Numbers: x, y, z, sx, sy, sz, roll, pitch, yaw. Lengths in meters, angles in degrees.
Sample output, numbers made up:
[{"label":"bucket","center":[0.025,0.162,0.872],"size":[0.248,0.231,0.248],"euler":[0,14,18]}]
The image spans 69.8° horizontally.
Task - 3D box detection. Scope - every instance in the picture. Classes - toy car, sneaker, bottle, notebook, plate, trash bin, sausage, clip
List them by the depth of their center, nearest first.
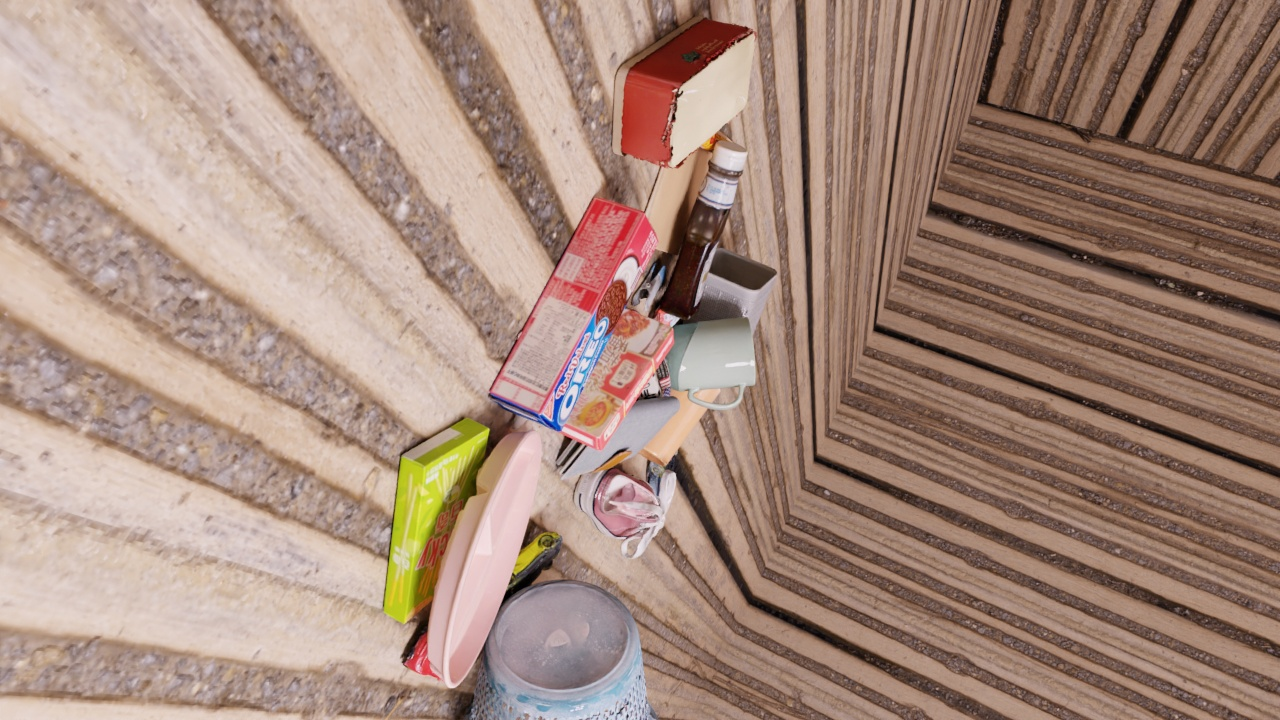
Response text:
[{"label":"plate","center":[-0.136,0.168,0.806],"size":[0.229,0.028,0.229],"euler":[18,87,-86]},{"label":"toy car","center":[-0.187,0.275,0.864],"size":[0.049,0.031,0.106],"euler":[-60,162,-18]},{"label":"trash bin","center":[-0.080,0.340,0.934],"size":[0.225,0.227,0.195],"euler":[-45,147,-48]},{"label":"toy car","center":[-0.123,0.214,0.953],"size":[0.105,0.032,0.048],"euler":[-38,153,-36]},{"label":"sausage","center":[0.074,-0.235,0.980],"size":[0.165,0.021,0.021],"euler":[-9,120,-68]},{"label":"bottle","center":[0.070,-0.142,1.005],"size":[0.079,0.044,0.195],"euler":[-59,168,-60]},{"label":"clip","center":[0.010,-0.080,1.016],"size":[0.025,0.036,0.057],"euler":[82,31,-59]},{"label":"notebook","center":[0.059,-0.191,1.032],"size":[0.211,0.012,0.149],"euler":[-2,112,-69]},{"label":"sneaker","center":[-0.008,0.187,1.155],"size":[0.118,0.088,0.241],"euler":[-64,160,-11]},{"label":"toy car","center":[0.028,0.162,1.309],"size":[0.048,0.031,0.106],"euler":[-49,153,-41]}]

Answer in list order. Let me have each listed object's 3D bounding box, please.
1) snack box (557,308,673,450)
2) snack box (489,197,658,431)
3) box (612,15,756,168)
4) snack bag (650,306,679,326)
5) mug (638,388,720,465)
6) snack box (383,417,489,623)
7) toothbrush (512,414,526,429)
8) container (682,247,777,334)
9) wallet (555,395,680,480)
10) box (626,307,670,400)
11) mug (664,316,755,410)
[{"label":"snack box","center":[-0.034,0.013,0.911],"size":[0.152,0.075,0.025],"euler":[-55,158,-31]},{"label":"snack box","center":[-0.057,-0.041,0.817],"size":[0.207,0.058,0.057],"euler":[-63,158,-12]},{"label":"box","center":[0.049,-0.245,0.842],"size":[0.167,0.078,0.091],"euler":[-48,152,-43]},{"label":"snack bag","center":[0.041,-0.065,1.099],"size":[0.105,0.026,0.045],"euler":[-49,148,-45]},{"label":"mug","center":[0.038,0.069,1.179],"size":[0.122,0.078,0.078],"euler":[-57,159,-13]},{"label":"snack box","center":[-0.169,0.132,0.756],"size":[0.085,0.026,0.157],"euler":[-33,142,-58]},{"label":"toothbrush","center":[-0.067,-0.002,0.891],"size":[0.190,0.018,0.016],"euler":[-54,155,-33]},{"label":"container","center":[0.110,-0.070,1.188],"size":[0.090,0.090,0.114],"euler":[-39,149,-54]},{"label":"wallet","center":[-0.024,0.086,1.006],"size":[0.129,0.037,0.107],"euler":[-7,142,-52]},{"label":"box","center":[-0.005,0.005,1.036],"size":[0.162,0.076,0.086],"euler":[69,17,-60]},{"label":"mug","center":[0.083,0.007,1.110],"size":[0.082,0.106,0.111],"euler":[83,1,-73]}]
